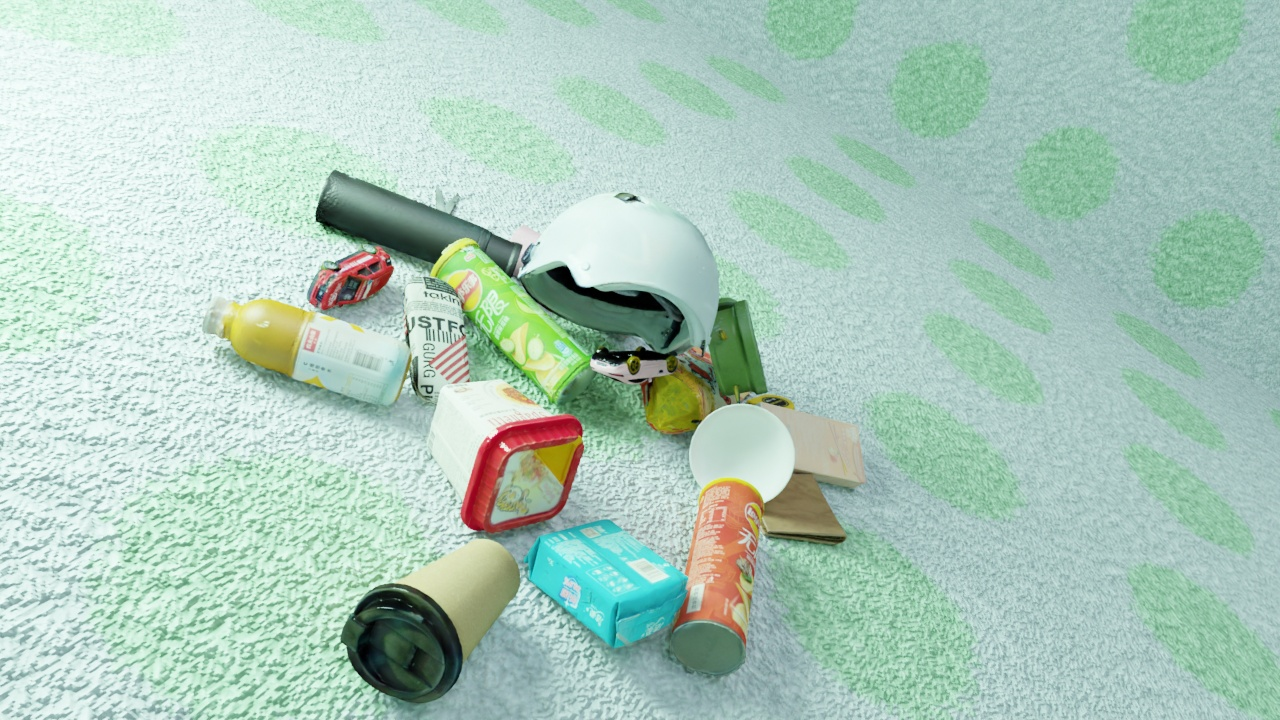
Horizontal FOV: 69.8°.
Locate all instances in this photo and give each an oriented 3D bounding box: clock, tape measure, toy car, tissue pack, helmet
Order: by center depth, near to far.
[{"bbox_3d":[-0.032,0.194,0.820,0.093,0.050,0.133,-6,27,-45],"label":"tissue pack"},{"bbox_3d":[-0.318,-0.091,1.014,0.045,0.053,0.120,36,30,5],"label":"toy car"},{"bbox_3d":[-0.006,0.006,1.035,0.056,0.037,0.122,20,14,36],"label":"toy car"},{"bbox_3d":[-0.016,-0.111,1.066,0.229,0.145,0.259,28,-10,-25],"label":"helmet"},{"bbox_3d":[0.116,-0.016,1.126,0.056,0.116,0.161,-13,15,8],"label":"clock"},{"bbox_3d":[0.175,0.067,1.217,0.057,0.029,0.059,21,24,38],"label":"tape measure"}]

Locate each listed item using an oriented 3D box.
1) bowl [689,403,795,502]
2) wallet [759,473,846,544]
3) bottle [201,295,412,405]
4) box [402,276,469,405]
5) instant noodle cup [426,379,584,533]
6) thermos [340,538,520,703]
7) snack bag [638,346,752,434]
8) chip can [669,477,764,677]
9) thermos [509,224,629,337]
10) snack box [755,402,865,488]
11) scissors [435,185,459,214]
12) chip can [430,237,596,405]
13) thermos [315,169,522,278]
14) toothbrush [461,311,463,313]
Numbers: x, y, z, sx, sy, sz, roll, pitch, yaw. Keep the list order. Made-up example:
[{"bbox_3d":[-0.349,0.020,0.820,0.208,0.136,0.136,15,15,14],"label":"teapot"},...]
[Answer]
[{"bbox_3d":[0.118,0.105,1.061,0.118,0.118,0.064,33,9,5],"label":"bowl"},{"bbox_3d":[0.177,0.171,1.084,0.115,0.020,0.101,9,35,-27],"label":"wallet"},{"bbox_3d":[-0.319,-0.013,0.884,0.189,0.068,0.068,20,32,-16],"label":"bottle"},{"bbox_3d":[-0.218,-0.024,0.984,0.068,0.052,0.164,16,47,-43],"label":"box"},{"bbox_3d":[-0.134,0.082,0.869,0.116,0.117,0.124,-6,35,-45],"label":"instant noodle cup"},{"bbox_3d":[-0.154,0.194,0.709,0.093,0.093,0.143,36,23,9],"label":"thermos"},{"bbox_3d":[0.068,0.029,1.168,0.128,0.073,0.207,35,24,9],"label":"snack bag"},{"bbox_3d":[0.079,0.204,0.898,0.073,0.073,0.216,28,30,-4],"label":"chip can"},{"bbox_3d":[-0.084,-0.106,1.223,0.198,0.067,0.087,30,27,2],"label":"thermos"},{"bbox_3d":[0.214,0.109,1.170,0.157,0.026,0.084,14,57,-25],"label":"snack box"},{"bbox_3d":[-0.267,-0.192,1.250,0.163,0.014,0.164,39,29,18],"label":"scissors"},{"bbox_3d":[-0.144,-0.043,1.053,0.221,0.073,0.072,43,33,11],"label":"chip can"},{"bbox_3d":[-0.272,-0.154,1.137,0.242,0.090,0.068,21,73,-11],"label":"thermos"},{"bbox_3d":[-0.222,-0.055,1.082,0.017,0.016,0.187,21,31,4],"label":"toothbrush"}]
